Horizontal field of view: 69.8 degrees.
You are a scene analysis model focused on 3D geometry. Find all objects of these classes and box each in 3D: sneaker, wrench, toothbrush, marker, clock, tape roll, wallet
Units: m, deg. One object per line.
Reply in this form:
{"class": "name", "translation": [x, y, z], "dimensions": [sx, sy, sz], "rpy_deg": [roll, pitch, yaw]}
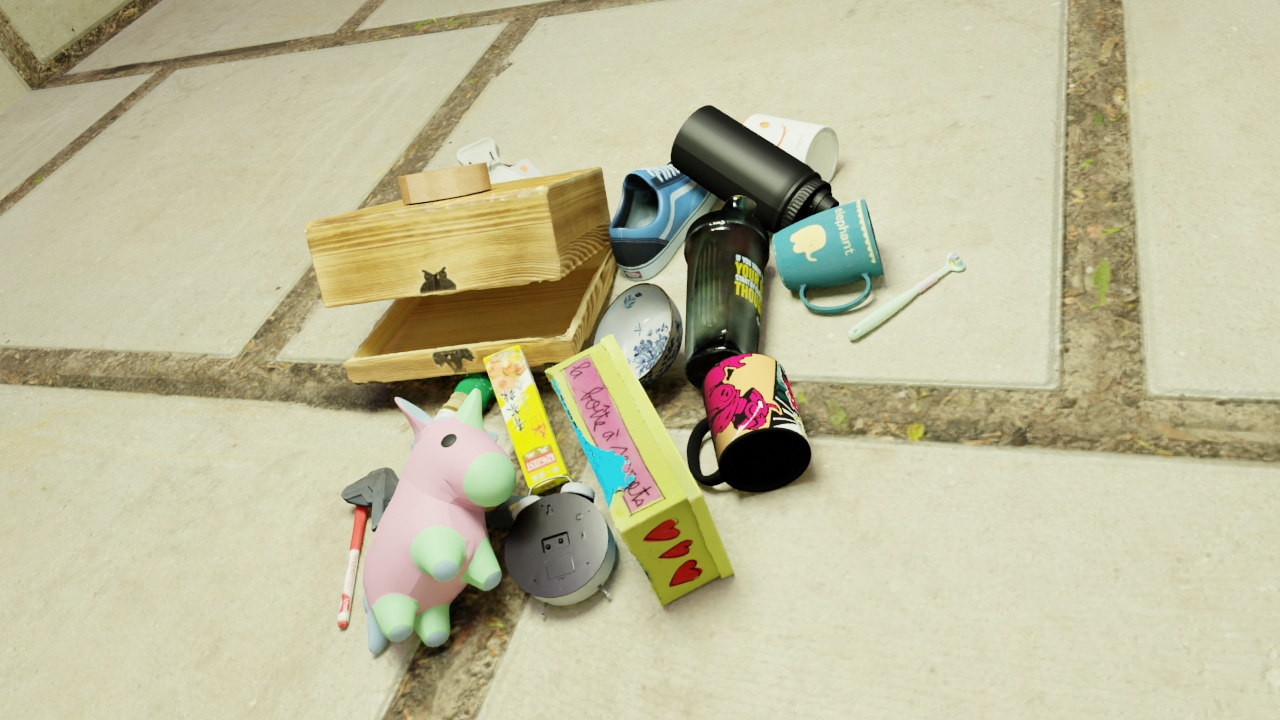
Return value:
{"class": "sneaker", "translation": [0.032, -0.211, 1.131], "dimensions": [0.083, 0.098, 0.240], "rpy_deg": [7, 49, 29]}
{"class": "wrench", "translation": [-0.177, 0.143, 0.897], "dimensions": [0.274, 0.022, 0.073], "rpy_deg": [0, 50, 20]}
{"class": "toothbrush", "translation": [0.271, -0.064, 0.939], "dimensions": [0.154, 0.015, 0.022], "rpy_deg": [-34, 77, -14]}
{"class": "marker", "translation": [-0.282, 0.197, 0.896], "dimensions": [0.013, 0.013, 0.142], "rpy_deg": [-15, 42, 7]}
{"class": "clock", "translation": [-0.072, 0.158, 0.814], "dimensions": [0.094, 0.035, 0.122], "rpy_deg": [-19, 55, 5]}
{"class": "tape roll", "translation": [-0.206, -0.188, 0.967], "dimensions": [0.094, 0.027, 0.094], "rpy_deg": [-9, 15, 2]}
{"class": "wallet", "translation": [-0.151, -0.207, 1.201], "dimensions": [0.118, 0.037, 0.115], "rpy_deg": [26, 79, 14]}

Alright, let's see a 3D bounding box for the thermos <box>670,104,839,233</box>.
{"class": "thermos", "translation": [0.137, -0.211, 1.066], "dimensions": [0.198, 0.086, 0.086], "rpy_deg": [39, 67, 23]}

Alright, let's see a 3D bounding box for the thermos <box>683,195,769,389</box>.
{"class": "thermos", "translation": [0.088, -0.070, 0.971], "dimensions": [0.098, 0.098, 0.220], "rpy_deg": [-7, 49, 16]}

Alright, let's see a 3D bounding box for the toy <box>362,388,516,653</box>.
{"class": "toy", "translation": [-0.190, 0.146, 0.823], "dimensions": [0.222, 0.120, 0.171], "rpy_deg": [-50, 45, 14]}

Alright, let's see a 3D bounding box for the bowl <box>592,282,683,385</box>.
{"class": "bowl", "translation": [0.006, -0.019, 0.946], "dimensions": [0.115, 0.045, 0.114], "rpy_deg": [-23, 56, 39]}

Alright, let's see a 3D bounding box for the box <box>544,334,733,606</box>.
{"class": "box", "translation": [-0.003, 0.092, 0.810], "dimensions": [0.079, 0.124, 0.221], "rpy_deg": [-28, 40, -4]}

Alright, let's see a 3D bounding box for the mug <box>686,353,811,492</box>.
{"class": "mug", "translation": [0.090, 0.066, 0.839], "dimensions": [0.118, 0.082, 0.098], "rpy_deg": [-38, 36, 24]}

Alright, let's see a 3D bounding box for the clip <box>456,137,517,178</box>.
{"class": "clip", "translation": [-0.200, -0.231, 1.274], "dimensions": [0.126, 0.101, 0.152], "rpy_deg": [-25, 56, -5]}

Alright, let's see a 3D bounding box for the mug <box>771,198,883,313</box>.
{"class": "mug", "translation": [0.199, -0.104, 0.972], "dimensions": [0.104, 0.084, 0.112], "rpy_deg": [-14, 70, 18]}

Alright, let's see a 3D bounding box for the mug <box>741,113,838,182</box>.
{"class": "mug", "translation": [0.178, -0.255, 1.129], "dimensions": [0.105, 0.082, 0.082], "rpy_deg": [22, 57, 36]}

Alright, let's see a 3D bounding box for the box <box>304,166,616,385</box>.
{"class": "box", "translation": [-0.184, -0.106, 1.060], "dimensions": [0.279, 0.192, 0.250], "rpy_deg": [-7, 17, 15]}

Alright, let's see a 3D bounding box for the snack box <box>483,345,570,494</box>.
{"class": "snack box", "translation": [-0.114, 0.058, 0.914], "dimensions": [0.040, 0.029, 0.148], "rpy_deg": [-22, 69, -3]}

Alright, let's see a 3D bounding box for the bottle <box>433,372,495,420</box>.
{"class": "bottle", "translation": [-0.196, 0.062, 0.981], "dimensions": [0.043, 0.043, 0.110], "rpy_deg": [7, 50, 29]}
